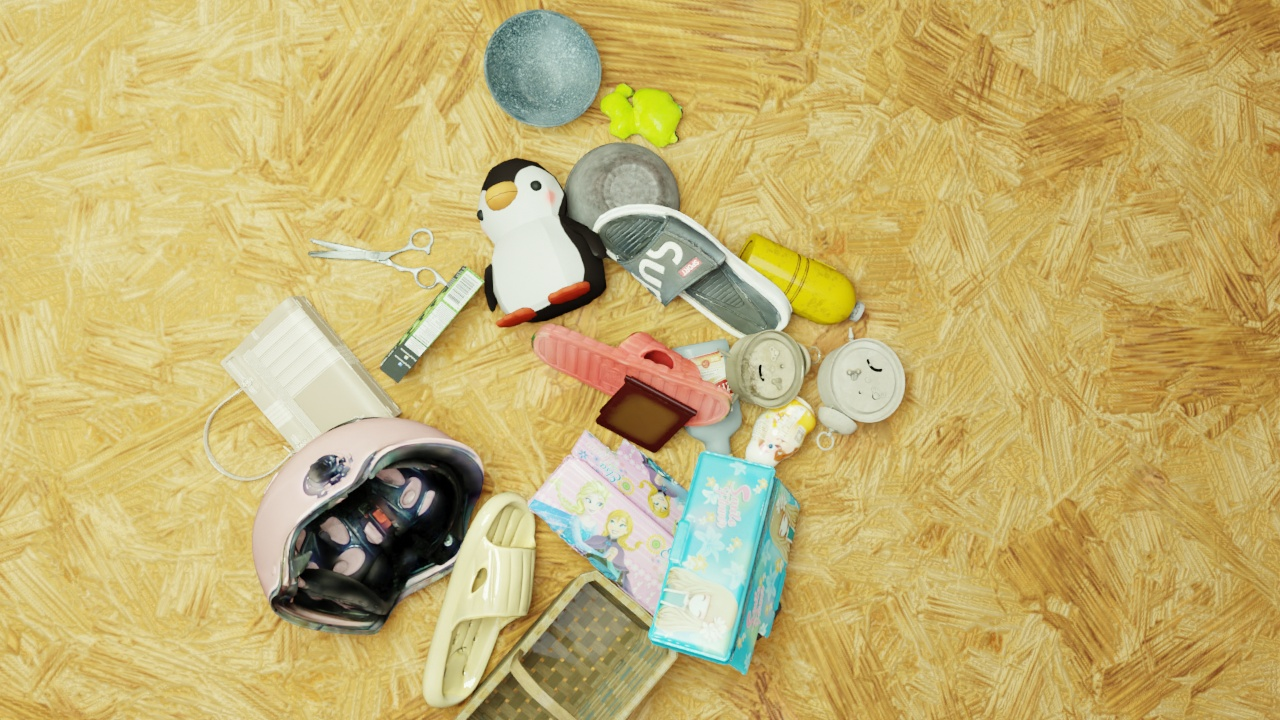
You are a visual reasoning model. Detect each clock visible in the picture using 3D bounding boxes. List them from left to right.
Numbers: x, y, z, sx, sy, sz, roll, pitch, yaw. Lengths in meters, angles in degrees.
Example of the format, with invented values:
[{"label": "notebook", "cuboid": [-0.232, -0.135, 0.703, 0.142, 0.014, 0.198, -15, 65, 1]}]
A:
[{"label": "clock", "cuboid": [0.161, 0.006, 1.114, 0.140, 0.055, 0.093, -14, 96, -28]}, {"label": "clock", "cuboid": [0.261, 0.044, 1.151, 0.103, 0.061, 0.156, 34, 77, -10]}]

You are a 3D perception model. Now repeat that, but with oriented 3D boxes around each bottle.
[{"label": "bottle", "cuboid": [0.086, 0.058, 1.126, 0.072, 0.046, 0.161, -11, 92, -10]}, {"label": "bottle", "cuboid": [0.166, 0.094, 1.129, 0.063, 0.063, 0.109, 41, 80, -7]}, {"label": "bottle", "cuboid": [0.200, -0.093, 1.135, 0.164, 0.071, 0.071, 24, 86, -9]}]

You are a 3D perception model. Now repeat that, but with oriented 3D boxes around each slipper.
[{"label": "slipper", "cuboid": [-0.167, 0.282, 1.047, 0.079, 0.111, 0.261, 21, 90, 30]}, {"label": "slipper", "cuboid": [-0.006, 0.006, 1.079, 0.249, 0.104, 0.059, 20, 58, 11]}, {"label": "slipper", "cuboid": [0.063, -0.093, 1.075, 0.263, 0.111, 0.063, 31, 46, -23]}]

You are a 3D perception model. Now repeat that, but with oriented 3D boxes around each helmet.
[{"label": "helmet", "cuboid": [-0.297, 0.160, 0.992, 0.255, 0.230, 0.152, -49, 53, 0]}]

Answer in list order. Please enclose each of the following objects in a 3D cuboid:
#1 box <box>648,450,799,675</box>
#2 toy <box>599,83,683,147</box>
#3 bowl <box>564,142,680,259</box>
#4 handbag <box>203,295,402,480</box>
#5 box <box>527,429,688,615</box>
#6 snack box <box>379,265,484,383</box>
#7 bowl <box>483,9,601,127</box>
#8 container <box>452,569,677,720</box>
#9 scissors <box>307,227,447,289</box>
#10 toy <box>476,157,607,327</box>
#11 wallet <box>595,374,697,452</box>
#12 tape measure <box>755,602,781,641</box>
[{"label": "box", "cuboid": [0.113, 0.232, 1.046, 0.170, 0.085, 0.226, 26, 65, -18]}, {"label": "toy", "cuboid": [0.003, -0.299, 1.120, 0.093, 0.036, 0.094, -23, 87, -4]}, {"label": "bowl", "cuboid": [-0.017, -0.196, 1.099, 0.145, 0.067, 0.145, 0, 90, -10]}, {"label": "handbag", "cuboid": [-0.409, 0.056, 1.046, 0.198, 0.062, 0.175, -39, 96, 1]}, {"label": "box", "cuboid": [-0.002, 0.186, 1.080, 0.230, 0.063, 0.160, 41, 63, -8]}, {"label": "snack box", "cuboid": [-0.239, -0.044, 1.048, 0.025, 0.080, 0.147, 41, 86, -15]}, {"label": "bowl", "cuboid": [-0.117, -0.338, 1.087, 0.137, 0.057, 0.137, 0, 89, -10]}, {"label": "container", "cuboid": [-0.085, 0.369, 1.024, 0.157, 0.186, 0.249, 43, 83, -7]}, {"label": "scissors", "cuboid": [-0.302, -0.111, 1.077, 0.161, 0.014, 0.118, -20, 93, -12]}, {"label": "toy", "cuboid": [-0.119, -0.143, 1.068, 0.159, 0.140, 0.184, -23, 83, 23]}, {"label": "wallet", "cuboid": [0.004, 0.062, 1.080, 0.091, 0.116, 0.018, 29, 55, -8]}, {"label": "tape measure", "cuboid": [0.137, 0.308, 1.141, 0.059, 0.038, 0.058, 37, 84, -21]}]
